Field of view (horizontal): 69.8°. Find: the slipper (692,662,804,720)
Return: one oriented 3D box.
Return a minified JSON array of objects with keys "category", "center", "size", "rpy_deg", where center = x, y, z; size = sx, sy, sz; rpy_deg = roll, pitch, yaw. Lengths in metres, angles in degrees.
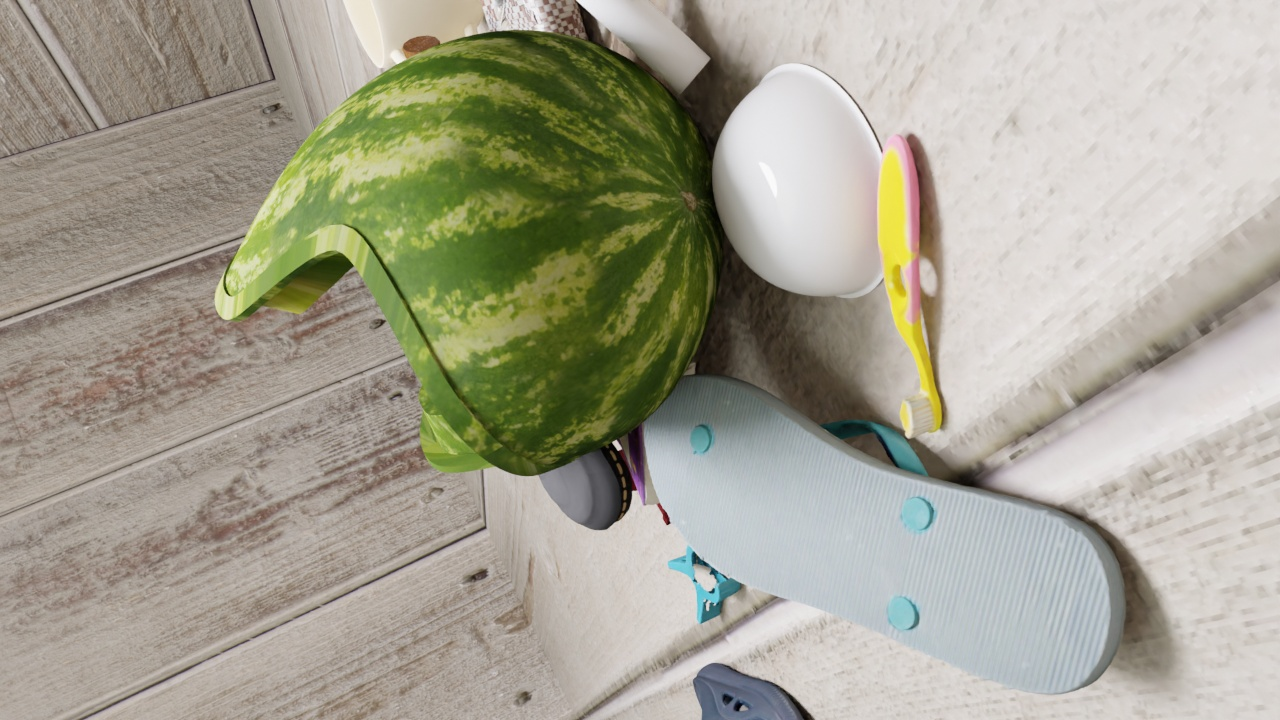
[{"category":"slipper","center":[0.084,0.334,0.794],"size":[0.110,0.083,0.268],"rpy_deg":[69,164,-1]}]

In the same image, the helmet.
[{"category":"helmet","center":[-0.070,-0.059,0.495],"size":[0.248,0.242,0.213],"rpy_deg":[1,145,42]}]

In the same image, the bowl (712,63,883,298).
[{"category":"bowl","center":[0.062,-0.073,0.414],"size":[0.110,0.040,0.110],"rpy_deg":[55,159,33]}]

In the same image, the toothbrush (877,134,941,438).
[{"category":"toothbrush","center":[0.110,-0.026,0.376],"size":[0.021,0.016,0.135],"rpy_deg":[-137,28,-60]}]

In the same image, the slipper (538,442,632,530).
[{"category":"slipper","center":[-0.064,0.023,0.665],"size":[0.268,0.075,0.113],"rpy_deg":[42,140,50]}]

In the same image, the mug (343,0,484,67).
[{"category":"mug","center":[-0.169,-0.281,0.719],"size":[0.120,0.099,0.096],"rpy_deg":[62,160,7]}]

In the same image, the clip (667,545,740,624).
[{"category":"clip","center":[0.062,0.196,0.777],"size":[0.113,0.028,0.127],"rpy_deg":[55,159,27]}]

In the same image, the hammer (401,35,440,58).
[{"category":"hammer","center":[-0.122,-0.098,0.727],"size":[0.115,0.033,0.323],"rpy_deg":[33,149,37]}]

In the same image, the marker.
[{"category":"marker","center":[-0.024,-0.183,0.449],"size":[0.133,0.027,0.023],"rpy_deg":[40,164,-9]}]

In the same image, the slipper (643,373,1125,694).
[{"category":"slipper","center":[0.098,0.077,0.441],"size":[0.269,0.054,0.098],"rpy_deg":[22,103,49]}]

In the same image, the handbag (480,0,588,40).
[{"category":"handbag","center":[-0.080,-0.244,0.600],"size":[0.124,0.047,0.186],"rpy_deg":[30,140,63]}]

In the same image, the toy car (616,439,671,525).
[{"category":"toy car","center":[-0.015,0.057,0.761],"size":[0.169,0.061,0.070],"rpy_deg":[56,160,29]}]

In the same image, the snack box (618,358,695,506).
[{"category":"snack box","center":[-0.004,0.004,0.654],"size":[0.144,0.040,0.148],"rpy_deg":[88,164,-48]}]
